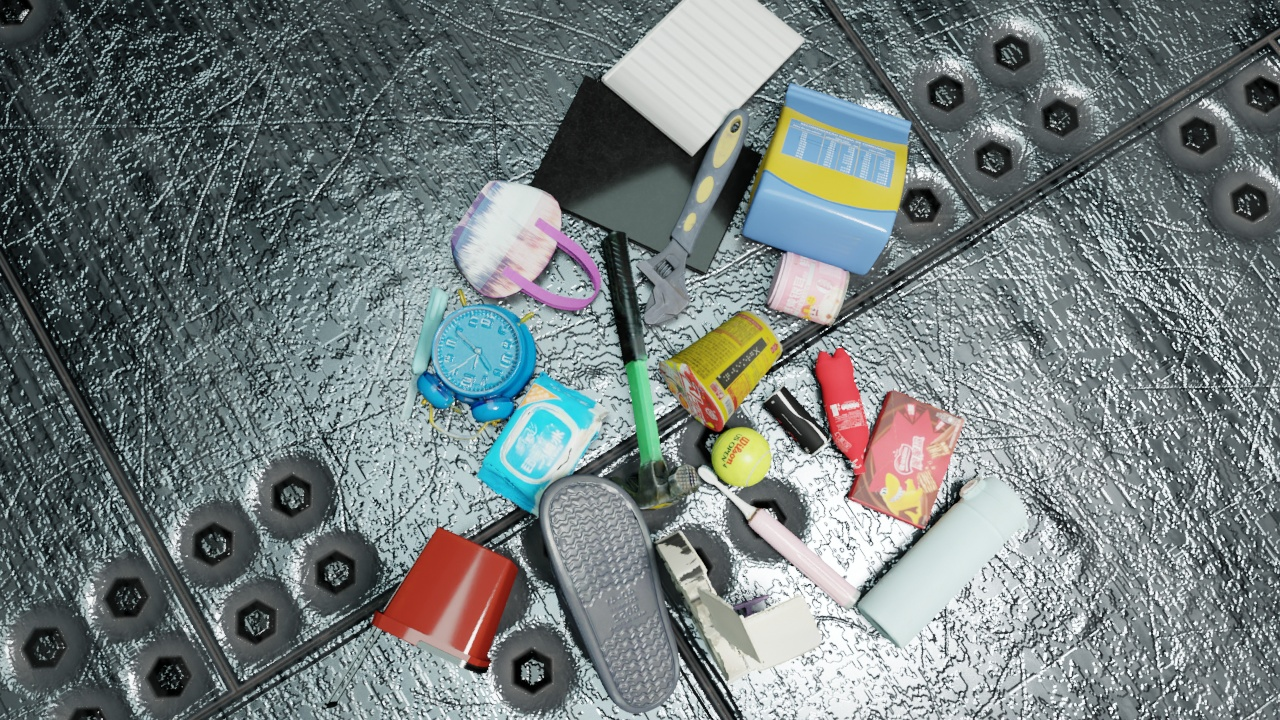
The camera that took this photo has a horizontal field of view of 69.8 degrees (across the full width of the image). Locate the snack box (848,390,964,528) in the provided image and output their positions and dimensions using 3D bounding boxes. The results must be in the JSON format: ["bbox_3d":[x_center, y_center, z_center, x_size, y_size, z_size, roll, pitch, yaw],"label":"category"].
[{"bbox_3d":[0.298,0.111,1.029,0.089,0.021,0.133,22,81,3],"label":"snack box"}]

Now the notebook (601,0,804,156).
[{"bbox_3d":[0.076,-0.359,1.095,0.142,0.009,0.209,41,77,7],"label":"notebook"}]

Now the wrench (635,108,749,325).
[{"bbox_3d":[0.062,-0.166,1.053,0.073,0.022,0.273,25,84,4],"label":"wrench"}]

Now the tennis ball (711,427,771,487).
[{"bbox_3d":[0.111,0.106,1.006,0.065,0.065,0.065,0,81,-1],"label":"tennis ball"}]

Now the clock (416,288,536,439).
[{"bbox_3d":[-0.182,0.009,1.021,0.117,0.060,0.161,16,82,2],"label":"clock"}]

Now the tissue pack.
[{"bbox_3d":[-0.107,0.093,1.007,0.093,0.062,0.144,31,82,4],"label":"tissue pack"}]

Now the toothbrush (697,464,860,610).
[{"bbox_3d":[0.150,0.191,1.012,0.222,0.026,0.027,41,111,6],"label":"toothbrush"}]

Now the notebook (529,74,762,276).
[{"bbox_3d":[0.007,-0.223,1.082,0.231,0.019,0.169,25,83,3],"label":"notebook"}]

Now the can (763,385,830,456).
[{"bbox_3d":[0.175,0.067,1.030,0.031,0.031,0.080,-40,84,-7],"label":"can"}]

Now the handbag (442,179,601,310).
[{"bbox_3d":[-0.123,-0.118,1.046,0.170,0.068,0.144,33,81,-2],"label":"handbag"}]

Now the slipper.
[{"bbox_3d":[-0.036,0.242,0.983,0.110,0.083,0.268,-22,98,-22],"label":"slipper"}]

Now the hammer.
[{"bbox_3d":[-0.006,0.006,1.009,0.032,0.131,0.318,1,69,-29],"label":"hammer"}]

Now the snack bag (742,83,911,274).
[{"bbox_3d":[0.219,-0.220,1.050,0.159,0.102,0.204,19,64,2],"label":"snack bag"}]

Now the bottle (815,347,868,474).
[{"bbox_3d":[0.228,0.057,1.024,0.042,0.042,0.141,-11,78,-3],"label":"bottle"}]

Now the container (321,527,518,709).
[{"bbox_3d":[-0.212,0.283,0.933,0.127,0.148,0.200,24,72,4],"label":"container"}]

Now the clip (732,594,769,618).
[{"bbox_3d":[0.119,0.272,1.007,0.052,0.013,0.036,-13,80,0],"label":"clip"}]

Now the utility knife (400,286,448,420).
[{"bbox_3d":[-0.248,-0.008,1.045,0.022,0.015,0.158,13,79,2],"label":"utility knife"}]

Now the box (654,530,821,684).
[{"bbox_3d":[0.100,0.247,0.918,0.100,0.187,0.145,-32,112,-20],"label":"box"}]

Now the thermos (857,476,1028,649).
[{"bbox_3d":[0.328,0.215,0.991,0.206,0.065,0.078,-43,91,-7],"label":"thermos"}]

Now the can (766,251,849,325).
[{"bbox_3d":[0.188,-0.081,1.036,0.076,0.067,0.067,18,81,1],"label":"can"}]

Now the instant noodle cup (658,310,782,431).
[{"bbox_3d":[0.094,0.005,1.014,0.112,0.100,0.100,-41,83,-17],"label":"instant noodle cup"}]
